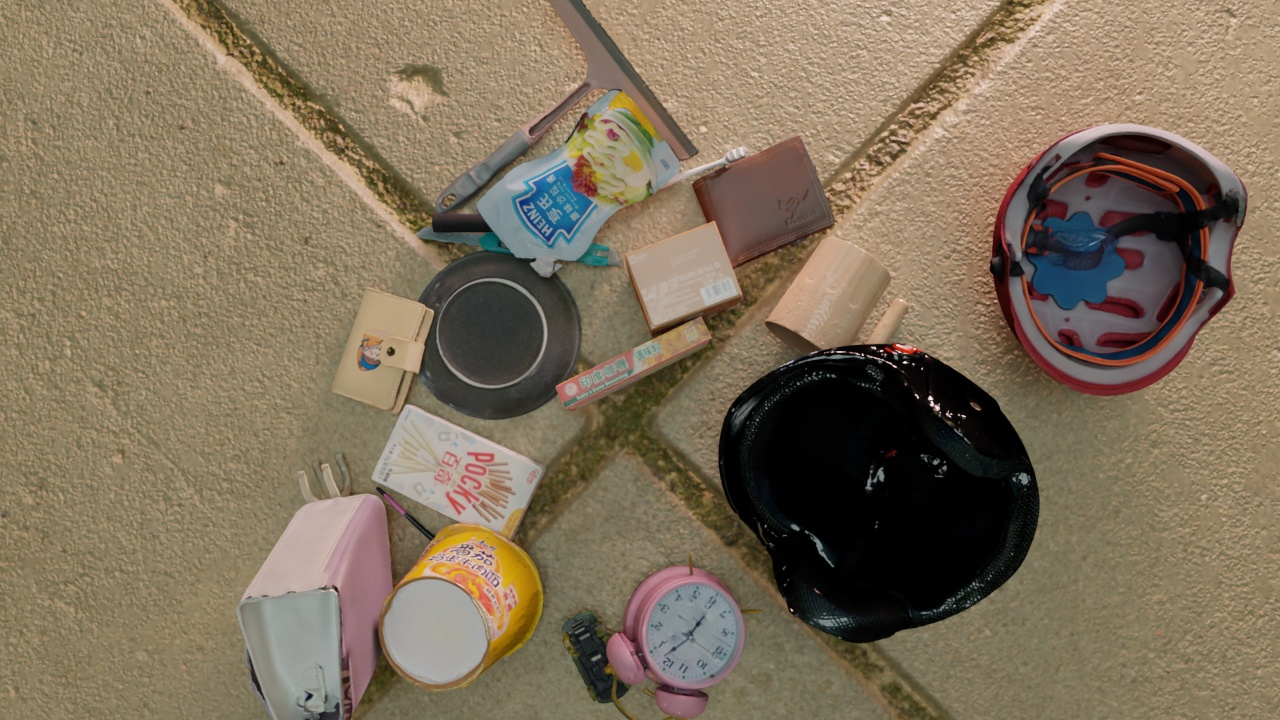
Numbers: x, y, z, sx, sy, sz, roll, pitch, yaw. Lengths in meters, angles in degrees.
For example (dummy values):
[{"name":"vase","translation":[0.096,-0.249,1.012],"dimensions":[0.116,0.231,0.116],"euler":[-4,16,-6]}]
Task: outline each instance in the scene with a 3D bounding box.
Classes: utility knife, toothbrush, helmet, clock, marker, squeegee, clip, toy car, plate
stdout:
[{"name":"utility knife","translation":[-0.125,-0.119,0.948],"dimensions":[0.216,0.013,0.029],"euler":[7,57,2]},{"name":"toothbrush","translation":[-0.198,0.190,0.932],"dimensions":[0.189,0.014,0.017],"euler":[42,78,5]},{"name":"helmet","translation":[0.210,0.099,0.820],"dimensions":[0.275,0.229,0.234],"euler":[33,112,10]},{"name":"clock","translation":[0.034,0.275,0.880],"dimensions":[0.117,0.060,0.158],"euler":[38,79,-4]},{"name":"toothbrush","translation":[0.026,-0.185,0.949],"dimensions":[0.180,0.016,0.016],"euler":[-20,83,1]},{"name":"marker","translation":[-0.147,-0.140,0.944],"dimensions":[0.132,0.020,0.022],"euler":[1,64,-5]},{"name":"squeegee","translation":[-0.114,-0.235,0.947],"dimensions":[0.250,0.040,0.247],"euler":[-39,103,4]},{"name":"helmet","translation":[0.429,-0.096,0.870],"dimensions":[0.207,0.143,0.240],"euler":[9,100,3]},{"name":"clip","translation":[-0.311,0.143,0.913],"dimensions":[0.035,0.093,0.103],"euler":[-15,74,0]},{"name":"toy car","translation":[-0.043,0.292,0.907],"dimensions":[0.043,0.036,0.091],"euler":[-27,85,-1]},{"name":"plate","translation":[-0.150,-0.028,0.941],"dimensions":[0.179,0.024,0.179],"euler":[0,86,2]}]

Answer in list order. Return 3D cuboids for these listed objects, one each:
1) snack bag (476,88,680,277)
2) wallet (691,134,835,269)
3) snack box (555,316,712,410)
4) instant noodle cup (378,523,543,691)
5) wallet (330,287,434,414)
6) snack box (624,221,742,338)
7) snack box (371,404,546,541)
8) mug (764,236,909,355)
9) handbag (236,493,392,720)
[{"name":"snack bag","translation":[-0.062,-0.174,0.919],"dimensions":[0.191,0.039,0.110],"euler":[-39,100,3]},{"name":"wallet","translation":[0.126,-0.160,0.938],"dimensions":[0.124,0.032,0.101],"euler":[-23,88,1]},{"name":"snack box","translation":[-0.005,0.005,0.906],"dimensions":[0.156,0.077,0.027],"euler":[-26,85,0]},{"name":"instant noodle cup","translation":[-0.174,0.238,0.865],"dimensions":[0.138,0.109,0.138],"euler":[1,96,12]},{"name":"wallet","translation":[-0.262,-0.010,0.937],"dimensions":[0.087,0.024,0.115],"euler":[17,85,15]},{"name":"snack box","translation":[0.041,-0.077,0.902],"dimensions":[0.093,0.094,0.077],"euler":[-21,85,0]},{"name":"snack box","translation":[-0.184,0.114,0.930],"dimensions":[0.157,0.027,0.084],"euler":[25,87,4]},{"name":"mug","translation":[0.200,-0.046,0.909],"dimensions":[0.124,0.084,0.103],"euler":[35,86,-20]},{"name":"handbag","translation":[-0.283,0.224,0.825],"dimensions":[0.098,0.197,0.145],"euler":[-10,104,-2]}]
